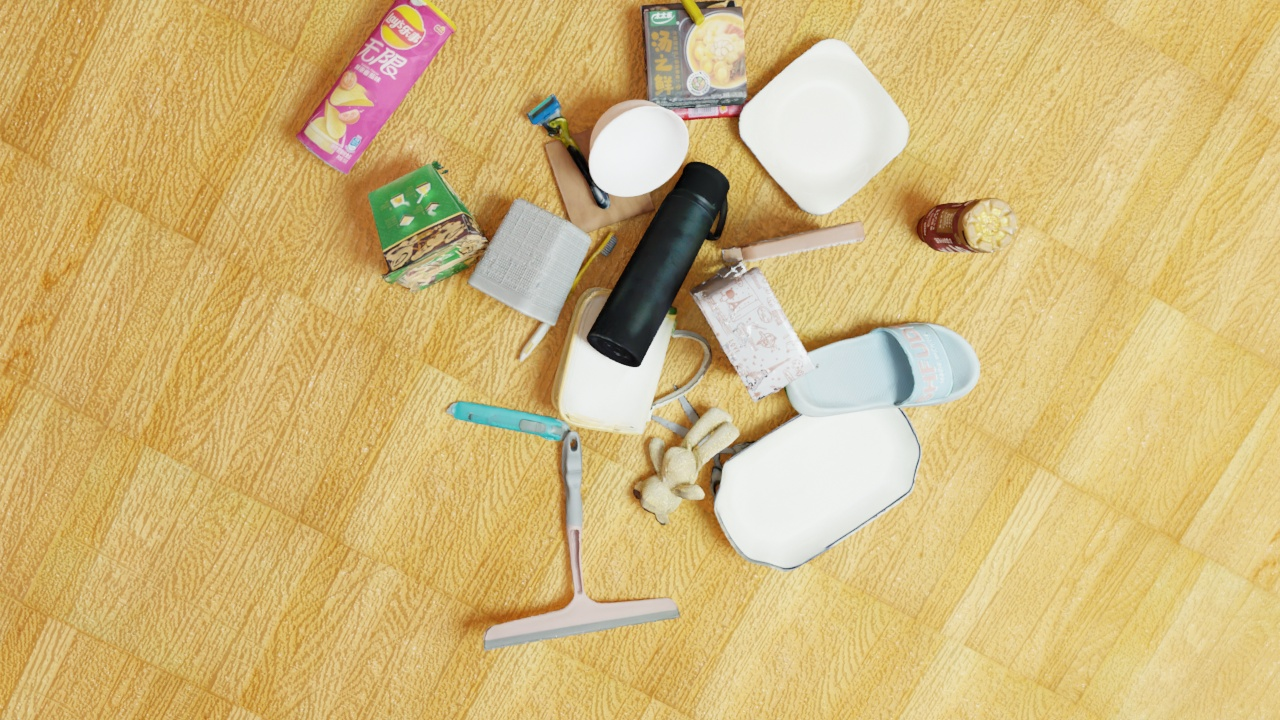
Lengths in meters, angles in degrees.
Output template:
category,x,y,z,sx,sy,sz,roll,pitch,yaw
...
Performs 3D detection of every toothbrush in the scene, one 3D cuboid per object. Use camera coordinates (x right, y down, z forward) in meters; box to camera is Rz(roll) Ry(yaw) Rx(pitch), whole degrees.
category,x,y,z,sx,sy,sz,roll,pitch,yaw
toothbrush,-0.087,-0.074,1.102,0.018,0.016,0.191,35,94,-15
toothbrush,0.023,-0.453,1.025,0.016,0.016,0.190,-27,78,-7

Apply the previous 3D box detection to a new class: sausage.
category,x,y,z,sx,sy,sz,roll,pitch,yaw
sausage,0.066,-0.292,1.076,0.156,0.020,0.020,-5,98,-2

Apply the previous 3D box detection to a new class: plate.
category,x,y,z,sx,sy,sz,roll,pitch,yaw
plate,0.213,-0.271,1.077,0.163,0.034,0.164,-41,97,3
plate,0.214,0.142,1.120,0.265,0.034,0.162,-32,96,-5

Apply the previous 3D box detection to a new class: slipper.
category,x,y,z,sx,sy,sz,roll,pitch,yaw
slipper,0.287,0.008,1.076,0.245,0.074,0.104,-10,76,-13

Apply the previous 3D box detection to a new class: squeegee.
category,x,y,z,sx,sy,sz,roll,pitch,yaw
squeegee,-0.079,0.209,1.128,0.247,0.040,0.249,-4,92,-18

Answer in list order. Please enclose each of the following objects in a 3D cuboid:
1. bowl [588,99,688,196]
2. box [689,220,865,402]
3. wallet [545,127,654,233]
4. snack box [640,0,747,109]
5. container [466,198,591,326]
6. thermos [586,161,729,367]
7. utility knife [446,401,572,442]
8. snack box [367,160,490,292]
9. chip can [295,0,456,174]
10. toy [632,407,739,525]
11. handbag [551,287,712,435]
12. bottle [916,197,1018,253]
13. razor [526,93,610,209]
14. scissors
category,x,y,z,sx,sy,sz,roll,pitch,yaw
bowl,-0.012,-0.251,1.032,0.118,0.118,0.064,-28,53,2
box,0.165,-0.078,1.030,0.193,0.183,0.156,-29,98,5
wallet,-0.047,-0.216,1.083,0.101,0.020,0.115,-18,95,1
snack box,0.060,-0.353,1.046,0.113,0.053,0.125,-4,94,-2
container,-0.123,-0.113,1.049,0.090,0.090,0.114,28,92,19
thermos,0.032,-0.105,1.042,0.090,0.068,0.242,41,70,-35
utility knife,-0.158,0.074,1.119,0.157,0.013,0.029,11,95,-4
snack box,-0.246,-0.152,1.044,0.117,0.118,0.105,-26,85,1
chip can,-0.297,-0.314,1.033,0.071,0.071,0.210,38,95,-6
toy,0.057,0.124,1.105,0.157,0.066,0.105,-50,57,14
handbag,-0.007,0.006,1.099,0.178,0.063,0.163,13,97,-17
bottle,0.358,-0.149,1.028,0.057,0.175,0.057,0,97,-2
razor,-0.075,-0.238,1.062,0.043,0.022,0.142,-31,95,30
scissors,0.092,0.109,1.134,0.159,0.014,0.175,-5,96,-1
